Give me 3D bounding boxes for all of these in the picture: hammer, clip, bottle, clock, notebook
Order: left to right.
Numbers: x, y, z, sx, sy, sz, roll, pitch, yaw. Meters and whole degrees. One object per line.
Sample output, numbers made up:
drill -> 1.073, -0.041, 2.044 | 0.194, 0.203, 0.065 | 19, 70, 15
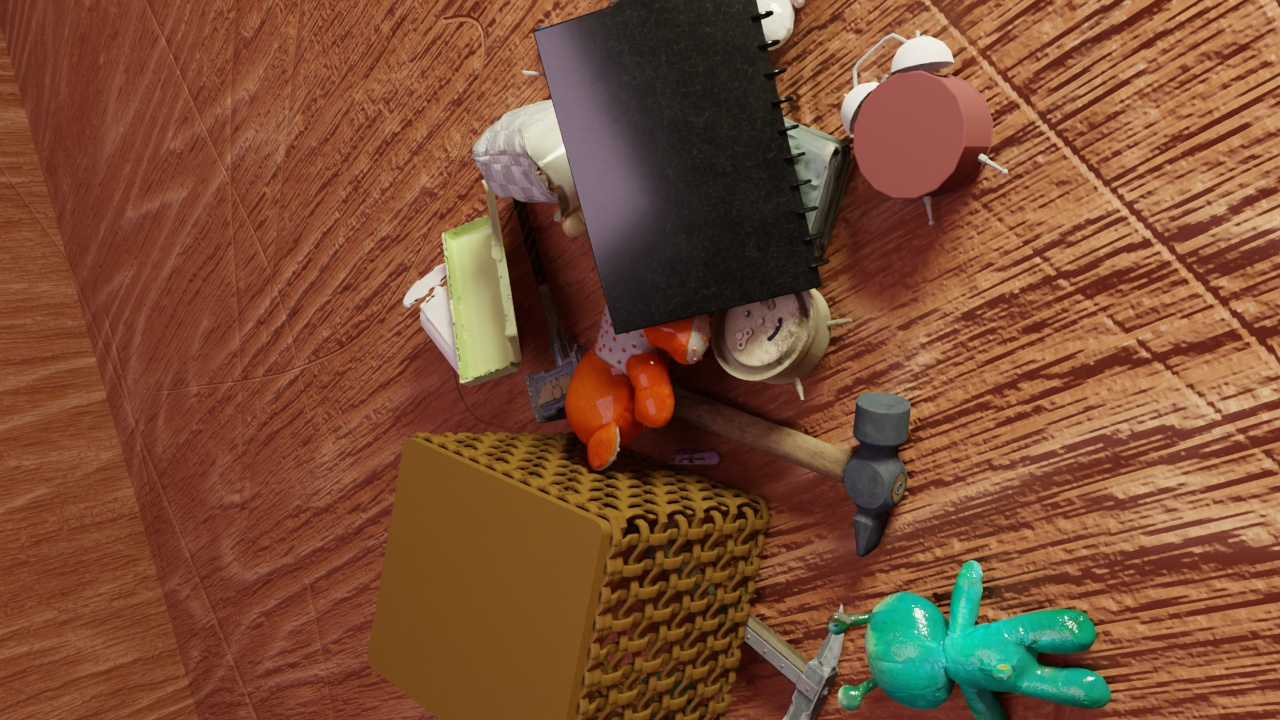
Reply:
hammer -> -0.109, -0.102, 0.961 | 0.099, 0.044, 0.322 | -25, 79, 47
bottle -> 0.031, 0.402, 0.918 | 0.055, 0.055, 0.174 | 6, 105, 46
notebook -> 0.032, -0.149, 0.673 | 0.169, 0.019, 0.231 | -13, 100, 13
clip -> 0.050, 0.089, 0.854 | 0.051, 0.045, 0.014 | -6, 97, 4
hammer -> 0.053, 0.207, 0.869 | 0.317, 0.028, 0.147 | 34, 116, 36
hammer -> 0.084, 0.057, 0.797 | 0.322, 0.040, 0.129 | 20, 117, 43
clock -> 0.097, -0.034, 0.742 | 0.141, 0.054, 0.093 | 38, 104, 41
clock -> 0.188, -0.162, 0.627 | 0.087, 0.044, 0.124 | -37, 72, 44

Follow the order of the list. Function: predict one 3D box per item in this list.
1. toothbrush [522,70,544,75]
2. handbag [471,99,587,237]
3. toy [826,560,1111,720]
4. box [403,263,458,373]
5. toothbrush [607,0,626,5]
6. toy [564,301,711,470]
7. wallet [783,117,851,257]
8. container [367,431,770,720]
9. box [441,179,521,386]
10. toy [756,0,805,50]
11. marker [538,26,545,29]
toothbrush -> -0.011, -0.216, 0.726 | 0.010, 0.181, 0.010 | 46, 132, 46
handbag -> -0.073, -0.180, 0.854 | 0.172, 0.112, 0.123 | 22, 149, 54
toy -> 0.227, 0.213, 0.661 | 0.194, 0.072, 0.130 | -12, 90, 38
box -> -0.212, -0.051, 1.046 | 0.081, 0.091, 0.160 | -49, 58, 7
toothbrush -> 0.024, -0.375, 0.767 | 0.022, 0.024, 0.186 | 34, 133, -11
toy -> -0.005, 0.004, 0.793 | 0.173, 0.092, 0.163 | -62, 23, 18
wallet -> 0.099, -0.147, 0.720 | 0.132, 0.054, 0.101 | 39, 136, 34
container -> -0.066, 0.198, 0.810 | 0.252, 0.213, 0.219 | 16, 97, 40
box -> -0.157, -0.078, 0.962 | 0.134, 0.061, 0.187 | -42, 53, 48
toy -> 0.087, -0.268, 0.710 | 0.126, 0.037, 0.076 | -41, 57, 20
marker -> -0.062, -0.273, 0.889 | 0.141, 0.013, 0.013 | 57, 133, 21
